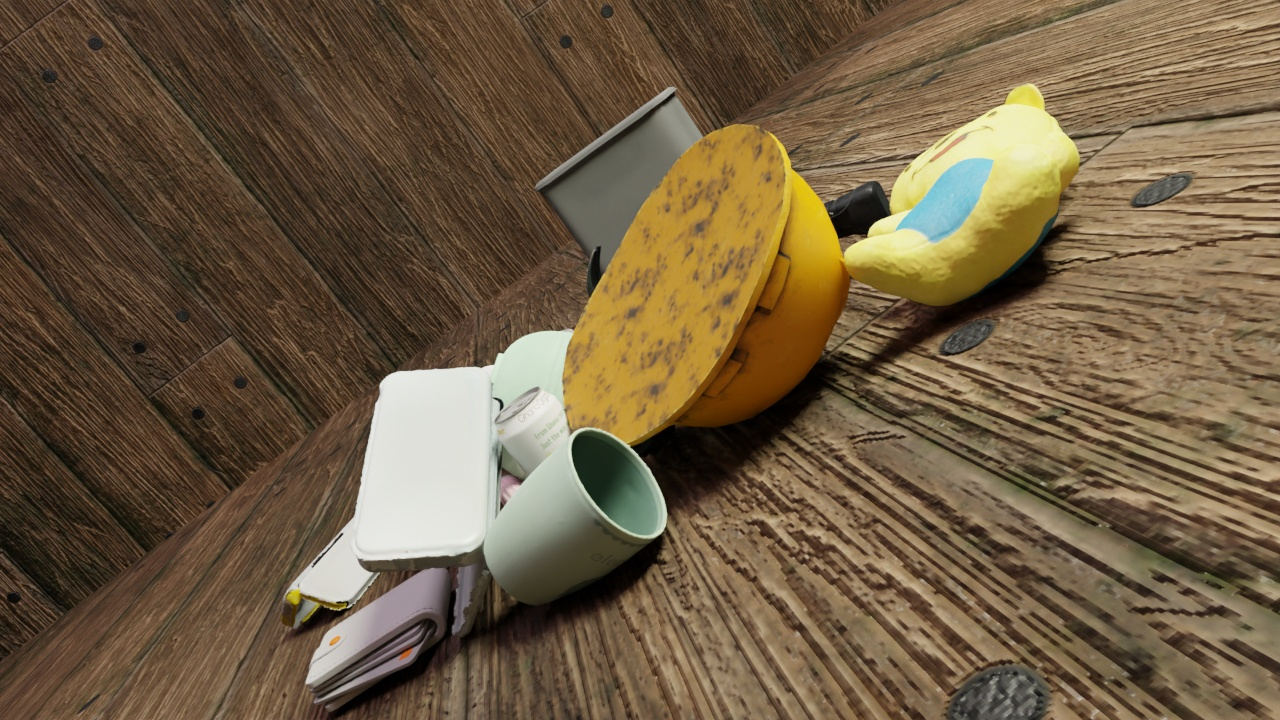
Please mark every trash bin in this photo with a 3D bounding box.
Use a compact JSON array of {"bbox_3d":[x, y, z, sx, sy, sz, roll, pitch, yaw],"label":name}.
[{"bbox_3d":[0.018,-0.176,1.096,0.192,0.220,0.097,-30,15,25],"label":"trash bin"}]

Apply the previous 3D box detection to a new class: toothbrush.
[{"bbox_3d":[-0.091,0.126,0.761,0.026,0.027,0.223,-12,6,-17],"label":"toothbrush"}]

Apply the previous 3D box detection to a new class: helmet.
[{"bbox_3d":[0.065,-0.033,0.676,0.256,0.131,0.205,-51,33,29],"label":"helmet"}]

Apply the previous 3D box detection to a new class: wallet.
[{"bbox_3d":[-0.199,0.218,0.703,0.118,0.037,0.115,-33,13,-1],"label":"wallet"}]

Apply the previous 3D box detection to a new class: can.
[{"bbox_3d":[-0.066,0.073,0.715,0.055,0.101,0.055,-34,14,9],"label":"can"}]

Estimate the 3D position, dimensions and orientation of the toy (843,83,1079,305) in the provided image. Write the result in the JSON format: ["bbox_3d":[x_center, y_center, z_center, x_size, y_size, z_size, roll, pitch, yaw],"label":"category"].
[{"bbox_3d":[0.233,-0.112,0.647,0.149,0.084,0.213,-28,13,30],"label":"toy"}]

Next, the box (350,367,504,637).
[{"bbox_3d":[-0.150,0.114,0.716,0.106,0.127,0.214,-5,38,-2],"label":"box"}]

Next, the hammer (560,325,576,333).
[{"bbox_3d":[-0.059,-0.027,1.145,0.121,0.049,0.319,-15,5,-10],"label":"hammer"}]

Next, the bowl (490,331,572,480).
[{"bbox_3d":[-0.105,0.036,0.850,0.151,0.077,0.151,-164,92,-83],"label":"bowl"}]

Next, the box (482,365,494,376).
[{"bbox_3d":[-0.149,0.034,1.111,0.092,0.083,0.166,-32,12,-25],"label":"box"}]

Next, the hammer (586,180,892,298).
[{"bbox_3d":[0.078,-0.095,0.864,0.334,0.118,0.025,-17,25,39],"label":"hammer"}]

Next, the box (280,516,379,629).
[{"bbox_3d":[-0.304,0.200,1.001,0.117,0.057,0.209,-26,16,31],"label":"box"}]

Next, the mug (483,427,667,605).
[{"bbox_3d":[-0.039,0.107,0.611,0.104,0.084,0.111,-43,-19,25],"label":"mug"}]
